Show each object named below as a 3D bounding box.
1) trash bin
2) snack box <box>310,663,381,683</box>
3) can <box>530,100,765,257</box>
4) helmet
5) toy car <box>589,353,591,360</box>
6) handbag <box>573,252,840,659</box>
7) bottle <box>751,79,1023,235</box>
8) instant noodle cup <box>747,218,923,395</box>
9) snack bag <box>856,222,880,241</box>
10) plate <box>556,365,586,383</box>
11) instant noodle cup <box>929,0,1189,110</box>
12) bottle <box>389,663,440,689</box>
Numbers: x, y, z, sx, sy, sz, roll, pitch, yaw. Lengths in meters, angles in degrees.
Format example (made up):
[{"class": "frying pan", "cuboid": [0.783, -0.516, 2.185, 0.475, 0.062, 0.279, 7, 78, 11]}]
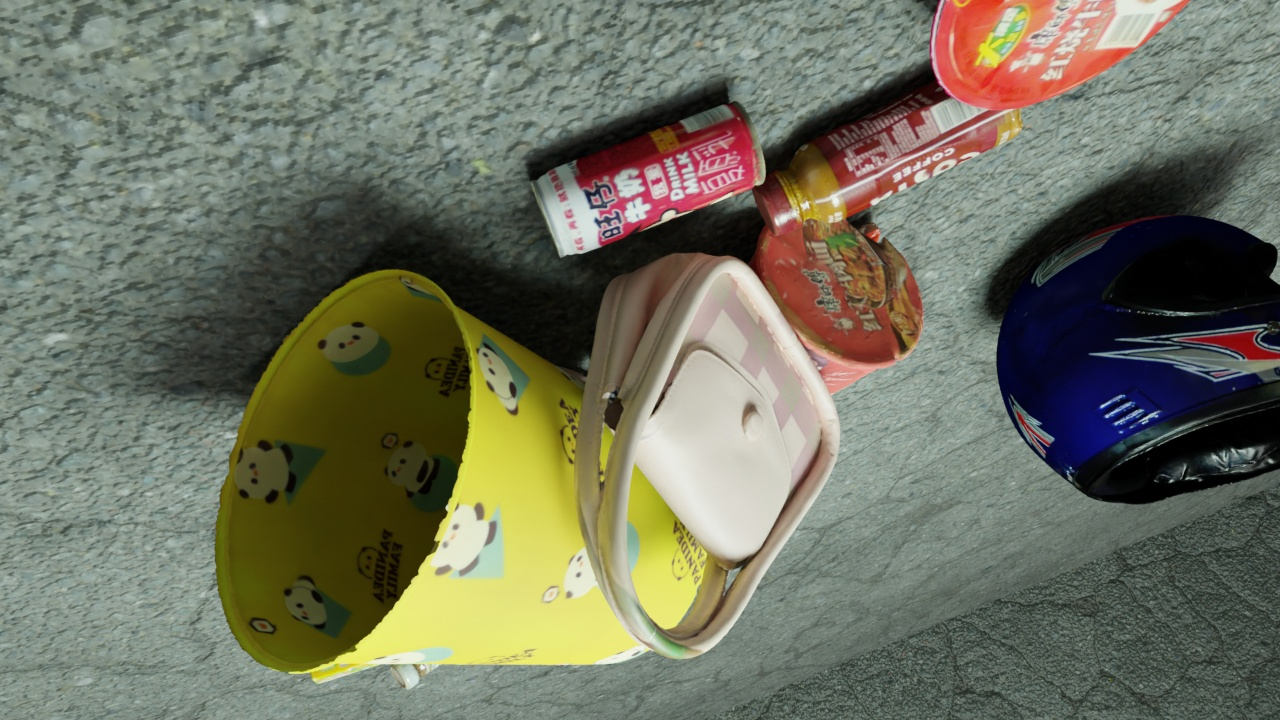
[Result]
[{"class": "trash bin", "cuboid": [-0.098, 0.095, 0.604, 0.230, 0.229, 0.255, -37, 141, 23]}, {"class": "snack box", "cuboid": [-0.246, 0.190, 0.775, 0.086, 0.140, 0.034, -15, 159, -17]}, {"class": "can", "cuboid": [0.004, -0.108, 0.553, 0.132, 0.053, 0.053, -22, 151, -4]}, {"class": "helmet", "cuboid": [0.496, -0.017, 0.856, 0.315, 0.240, 0.247, -13, 150, 4]}, {"class": "toy car", "cuboid": [-0.004, 0.004, 0.755, 0.043, 0.034, 0.090, -31, 149, 20]}, {"class": "handbag", "cuboid": [0.033, 0.067, 0.568, 0.094, 0.233, 0.193, -9, 132, 36]}, {"class": "bottle", "cuboid": [0.161, -0.138, 0.612, 0.175, 0.057, 0.057, -25, 151, 3]}, {"class": "instant noodle cup", "cuboid": [0.124, -0.030, 0.695, 0.137, 0.137, 0.109, -7, 155, -28]}, {"class": "snack bag", "cuboid": [0.182, -0.075, 0.762, 0.048, 0.026, 0.104, -23, 152, 12]}, {"class": "plate", "cuboid": [-0.111, 0.107, 0.764, 0.229, 0.028, 0.230, -15, 127, -21]}, {"class": "instant noodle cup", "cuboid": [0.235, -0.232, 0.503, 0.193, 0.065, 0.194, -17, 150, -10]}, {"class": "bottle", "cuboid": [-0.172, 0.273, 0.979, 0.205, 0.060, 0.060, -33, 159, -34]}]
